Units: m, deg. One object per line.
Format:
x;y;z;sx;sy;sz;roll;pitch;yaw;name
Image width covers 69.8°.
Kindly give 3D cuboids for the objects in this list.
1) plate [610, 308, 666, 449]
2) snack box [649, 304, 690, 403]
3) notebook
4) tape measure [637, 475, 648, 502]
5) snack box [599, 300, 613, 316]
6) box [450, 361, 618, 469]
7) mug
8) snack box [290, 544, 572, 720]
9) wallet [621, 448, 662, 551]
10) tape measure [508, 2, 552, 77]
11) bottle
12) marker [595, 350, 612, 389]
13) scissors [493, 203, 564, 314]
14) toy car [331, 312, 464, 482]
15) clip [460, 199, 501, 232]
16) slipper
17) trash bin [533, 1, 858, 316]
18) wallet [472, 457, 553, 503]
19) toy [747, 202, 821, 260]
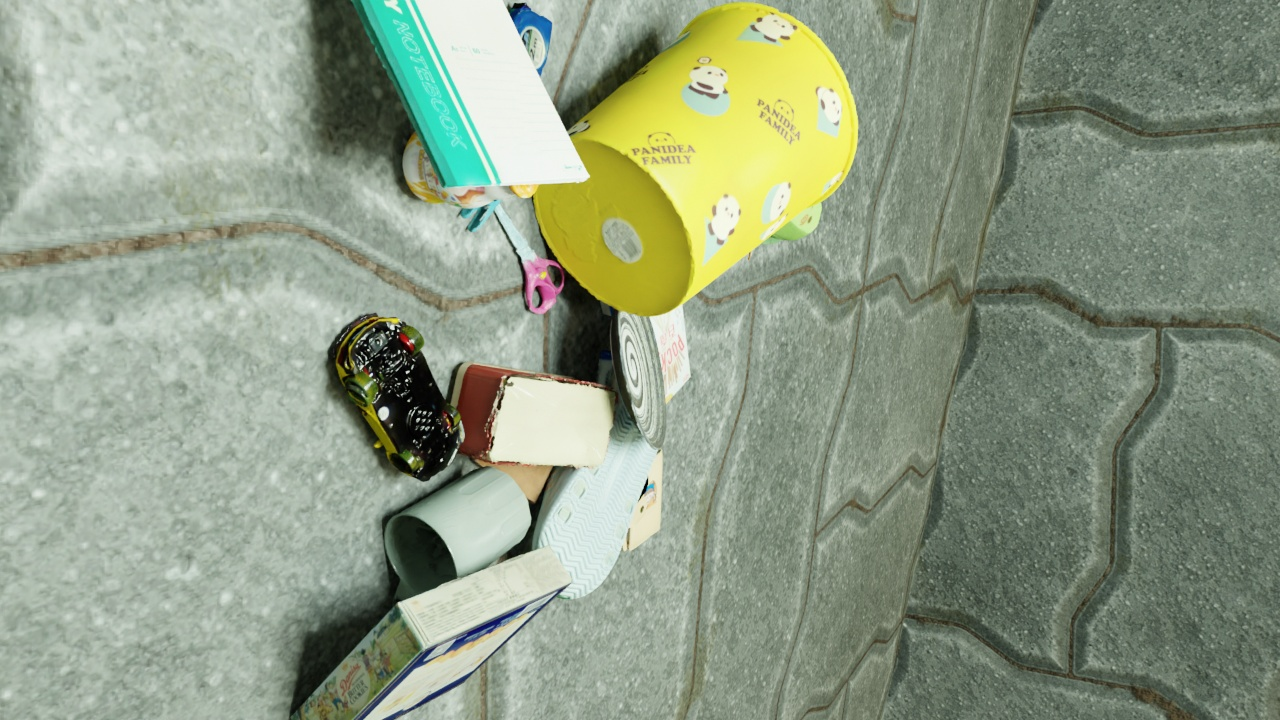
-0.006;0.006;0.954;0.179;0.024;0.179;-10;89;-77;plate
0.022;-0.023;1.095;0.084;0.027;0.157;-46;138;-41;snack box
-0.129;-0.216;0.649;0.150;0.012;0.209;-19;81;-54;notebook
-0.022;0.139;1.060;0.039;0.057;0.058;-4;114;-58;tape measure
0.002;-0.125;1.015;0.156;0.026;0.085;-49;142;-37;snack box
-0.092;0.057;0.858;0.168;0.077;0.091;11;91;-54;box
-0.166;0.164;0.820;0.103;0.083;0.124;-33;156;-51;mug
-0.171;0.240;0.768;0.183;0.046;0.177;-46;161;26;snack box
0.001;0.177;1.150;0.087;0.024;0.115;-27;126;-51;wallet
-0.101;-0.271;0.781;0.054;0.025;0.058;9;91;-58;tape measure
-0.129;-0.148;0.703;0.063;0.108;0.063;-30;126;-52;bottle
-0.048;0.061;1.023;0.016;0.017;0.146;-6;107;-59;marker
-0.106;-0.100;0.858;0.057;0.017;0.133;-53;140;-24;scissors
-0.193;0.034;0.740;0.071;0.041;0.156;-53;140;-34;toy car
-0.135;-0.137;0.793;0.056;0.014;0.043;-60;147;-27;clip
-0.053;0.132;0.982;0.104;0.074;0.244;48;55;-33;slipper
0.048;-0.187;0.886;0.254;0.230;0.230;-44;138;-35;trash bin
-0.114;0.078;0.918;0.101;0.020;0.115;-64;145;-18;wallet
0.174;-0.234;1.179;0.226;0.090;0.246;-63;146;-9;toy
